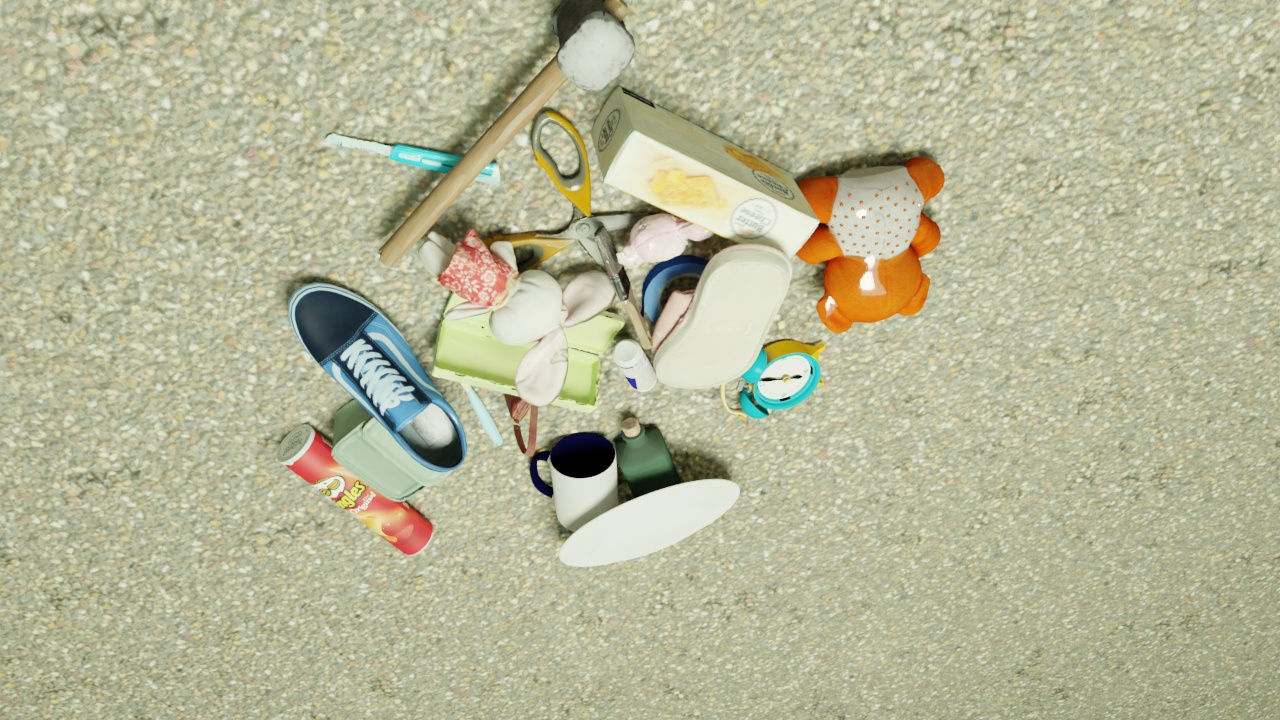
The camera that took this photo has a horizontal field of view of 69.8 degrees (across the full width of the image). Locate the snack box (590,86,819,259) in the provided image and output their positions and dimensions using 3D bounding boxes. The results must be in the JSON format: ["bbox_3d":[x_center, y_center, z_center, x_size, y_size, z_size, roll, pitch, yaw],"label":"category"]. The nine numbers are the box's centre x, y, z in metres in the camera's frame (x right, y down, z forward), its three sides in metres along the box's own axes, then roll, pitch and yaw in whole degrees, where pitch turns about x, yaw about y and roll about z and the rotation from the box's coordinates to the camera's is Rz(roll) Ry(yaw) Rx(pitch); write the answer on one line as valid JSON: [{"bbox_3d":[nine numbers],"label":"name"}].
[{"bbox_3d":[0.060,-0.172,0.864,0.207,0.104,0.058,20,122,-24],"label":"snack box"}]

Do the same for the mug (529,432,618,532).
[{"bbox_3d":[-0.083,0.146,1.120,0.112,0.078,0.097,11,131,16],"label":"mug"}]

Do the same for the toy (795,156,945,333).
[{"bbox_3d":[0.240,-0.119,0.960,0.163,0.092,0.173,-11,117,-5],"label":"toy"}]

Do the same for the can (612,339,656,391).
[{"bbox_3d":[-0.006,0.006,1.016,0.032,0.032,0.095,-20,158,5],"label":"can"}]

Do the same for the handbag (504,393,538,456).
[{"bbox_3d":[-0.127,0.062,1.007,0.029,0.119,0.055,23,121,-26],"label":"handbag"}]

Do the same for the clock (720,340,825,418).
[{"bbox_3d":[0.156,0.022,1.082,0.129,0.043,0.099,-15,130,-8],"label":"clock"}]

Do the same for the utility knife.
[{"bbox_3d":[-0.211,-0.189,0.859,0.161,0.015,0.022,8,124,-14],"label":"utility knife"}]

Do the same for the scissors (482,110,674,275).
[{"bbox_3d":[-0.082,-0.139,0.922,0.230,0.016,0.225,-24,131,7],"label":"scissors"}]

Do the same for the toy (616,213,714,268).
[{"bbox_3d":[0.029,-0.125,0.916,0.110,0.063,0.047,-14,95,15],"label":"toy"}]

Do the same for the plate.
[{"bbox_3d":[0.015,0.213,1.157,0.242,0.016,0.243,-18,154,-9],"label":"plate"}]

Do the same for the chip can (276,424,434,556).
[{"bbox_3d":[-0.333,0.159,1.090,0.052,0.051,0.215,-30,128,13],"label":"chip can"}]

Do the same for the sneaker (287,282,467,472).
[{"bbox_3d":[-0.255,0.018,0.929,0.083,0.098,0.241,-43,110,-16],"label":"sneaker"}]

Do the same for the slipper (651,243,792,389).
[{"bbox_3d":[0.081,-0.046,0.953,0.114,0.054,0.275,7,151,-12],"label":"slipper"}]

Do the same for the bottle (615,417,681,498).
[{"bbox_3d":[0.006,0.121,1.118,0.061,0.061,0.131,-20,129,2],"label":"bottle"}]

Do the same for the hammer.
[{"bbox_3d":[-0.130,-0.197,0.819,0.052,0.098,0.329,34,118,-32],"label":"hammer"}]

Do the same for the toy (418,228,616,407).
[{"bbox_3d":[-0.130,-0.060,0.900,0.194,0.084,0.159,31,74,-19],"label":"toy"}]

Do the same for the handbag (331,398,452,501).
[{"bbox_3d":[-0.277,0.093,1.038,0.106,0.067,0.122,-32,127,13],"label":"handbag"}]

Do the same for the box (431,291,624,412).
[{"bbox_3d":[-0.123,-0.019,0.990,0.188,0.066,0.128,12,106,-21],"label":"box"}]

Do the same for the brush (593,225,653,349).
[{"bbox_3d":[-0.016,-0.072,0.945,0.012,0.038,0.151,-15,122,15],"label":"brush"}]

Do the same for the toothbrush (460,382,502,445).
[{"bbox_3d":[-0.192,0.044,1.048,0.022,0.016,0.155,3,136,29],"label":"toothbrush"}]

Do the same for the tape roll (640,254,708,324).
[{"bbox_3d":[0.048,-0.071,1.000,0.093,0.016,0.091,4,127,-14],"label":"tape roll"}]
